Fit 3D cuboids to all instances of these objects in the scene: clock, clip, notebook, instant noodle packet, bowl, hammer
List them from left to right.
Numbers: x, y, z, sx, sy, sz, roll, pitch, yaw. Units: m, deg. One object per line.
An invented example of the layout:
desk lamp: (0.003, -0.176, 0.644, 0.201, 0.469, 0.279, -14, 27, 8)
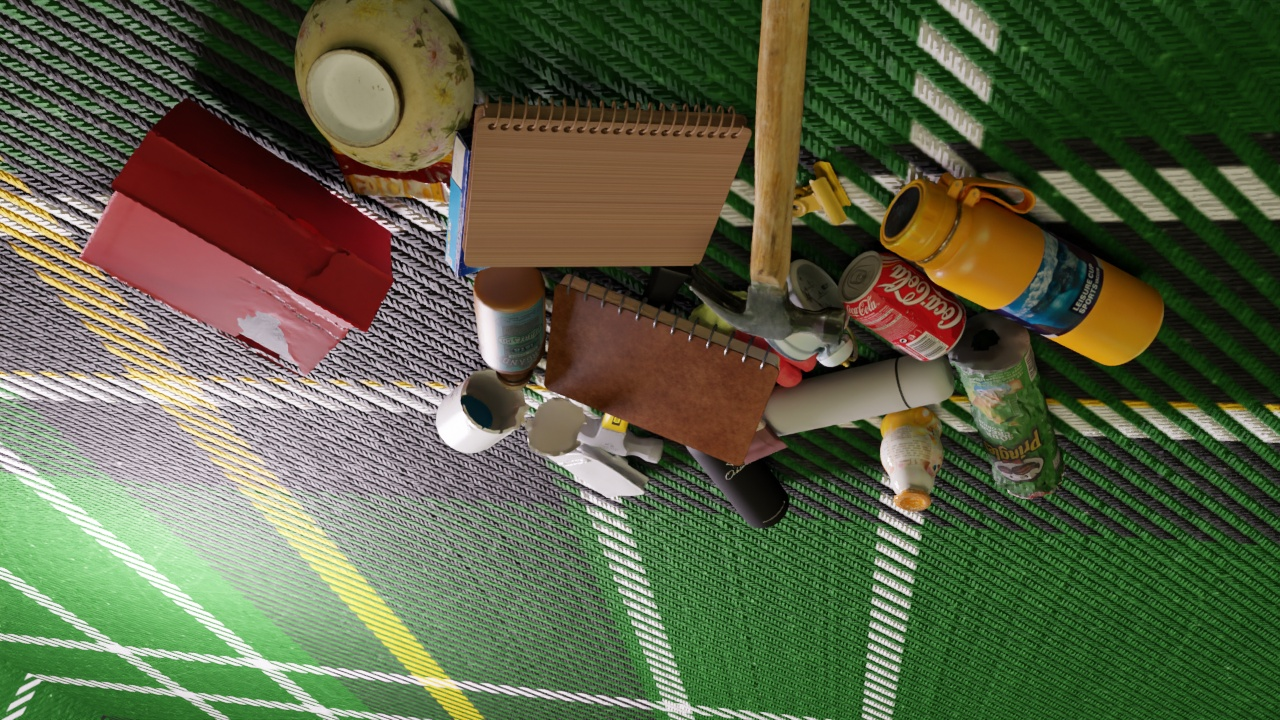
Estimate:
bowl: (-0.202, -0.203, 0.684, 0.145, 0.063, 0.145, 5, 121, 9)
instant noodle packet: (-0.196, -0.177, 0.770, 0.135, 0.039, 0.099, 6, 143, 9)
notebook: (-0.031, -0.138, 0.736, 0.210, 0.022, 0.169, -2, 145, -17)
hammer: (-0.006, 0.006, 0.966, 0.127, 0.029, 0.325, 14, 141, -4)
notebook: (0.016, 0.009, 0.908, 0.225, 0.024, 0.168, 21, 138, 8)
hammer: (0.099, -0.155, 0.678, 0.132, 0.033, 0.331, 11, 130, 16)
clock: (0.152, -0.038, 0.825, 0.117, 0.083, 0.057, 33, 131, -24)
clip: (0.142, -0.131, 0.752, 0.050, 0.044, 0.054, -32, 131, 11)

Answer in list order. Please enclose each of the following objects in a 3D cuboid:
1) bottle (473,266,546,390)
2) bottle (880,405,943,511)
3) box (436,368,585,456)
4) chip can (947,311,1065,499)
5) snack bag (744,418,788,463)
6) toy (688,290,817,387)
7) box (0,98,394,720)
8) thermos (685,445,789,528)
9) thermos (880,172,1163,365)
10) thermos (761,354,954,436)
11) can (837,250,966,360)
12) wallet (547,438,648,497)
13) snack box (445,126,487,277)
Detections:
bottle: (-0.129, -0.026, 0.921, 0.068, 0.067, 0.157, 9, 142, 2)
bottle: (0.280, 0.100, 0.945, 0.063, 0.108, 0.063, 7, 141, 6)
box: (-0.144, 0.067, 1.016, 0.143, 0.083, 0.138, 33, 150, -13)
chip can: (0.357, 0.048, 0.888, 0.076, 0.075, 0.223, -12, 137, 27)
snack bag: (0.082, 0.044, 0.939, 0.057, 0.013, 0.158, -31, 111, 36)
toy: (0.109, -0.020, 0.886, 0.135, 0.045, 0.092, 34, 139, -18)
box: (-0.322, 0.002, 0.653, 0.215, 0.509, 0.141, 34, 121, -28)
thermos: (0.098, 0.108, 1.040, 0.061, 0.061, 0.231, -12, 137, 27)
thermos: (0.310, -0.080, 0.746, 0.232, 0.091, 0.076, 23, 172, -14)
thermos: (0.202, 0.037, 0.931, 0.225, 0.052, 0.052, -15, 135, 30)
can: (0.229, -0.048, 0.805, 0.104, 0.064, 0.064, 29, 139, -22)
wallet: (-0.052, 0.131, 1.137, 0.086, 0.032, 0.116, -12, 140, 43)
snack box: (-0.120, -0.137, 0.773, 0.082, 0.027, 0.151, -24, 153, -27)
